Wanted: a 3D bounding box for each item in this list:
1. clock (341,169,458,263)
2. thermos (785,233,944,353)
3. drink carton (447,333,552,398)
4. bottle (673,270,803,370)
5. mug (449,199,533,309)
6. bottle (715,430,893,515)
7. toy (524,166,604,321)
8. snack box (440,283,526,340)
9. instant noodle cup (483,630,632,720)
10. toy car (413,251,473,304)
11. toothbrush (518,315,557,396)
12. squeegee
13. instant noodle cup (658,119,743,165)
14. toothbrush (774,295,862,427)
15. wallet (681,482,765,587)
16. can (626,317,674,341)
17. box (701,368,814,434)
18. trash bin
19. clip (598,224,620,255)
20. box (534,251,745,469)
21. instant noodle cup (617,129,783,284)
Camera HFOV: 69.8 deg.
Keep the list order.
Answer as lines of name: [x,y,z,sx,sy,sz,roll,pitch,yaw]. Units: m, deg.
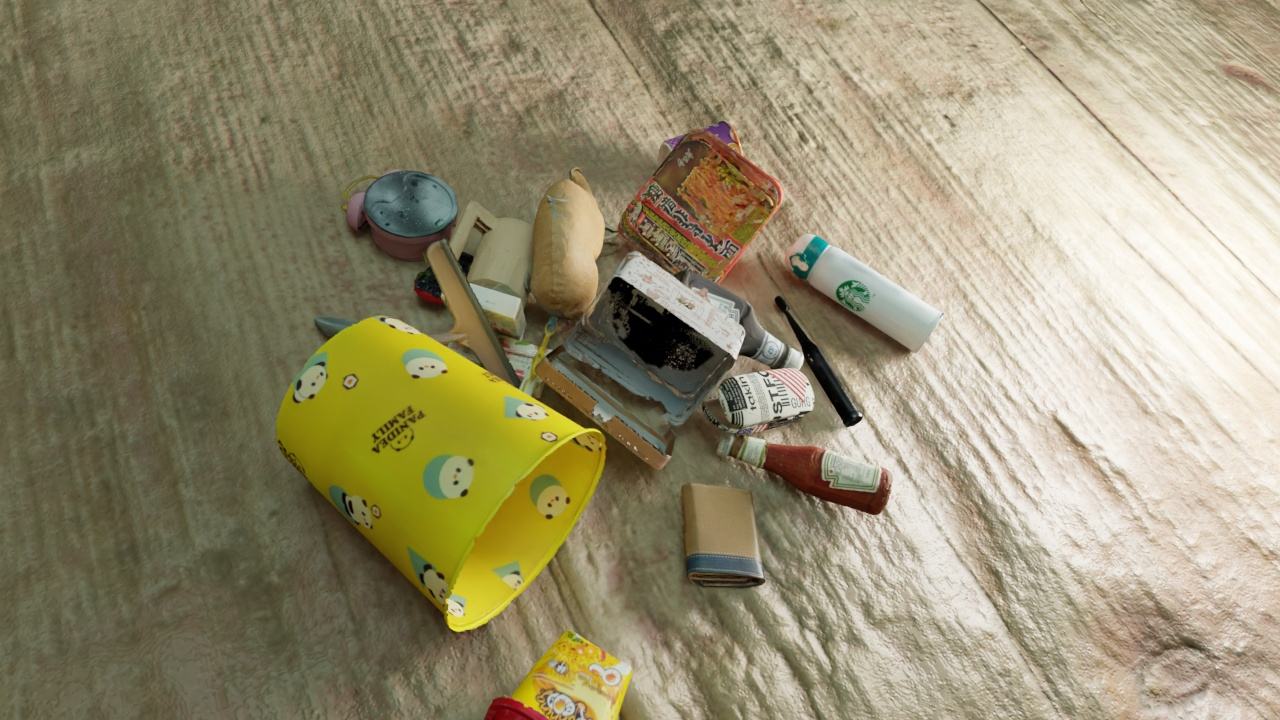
clock: [-0.313,-0.195,1.193,0.158,0.060,0.117,32,54,9]
thermos: [0.306,-0.097,1.276,0.224,0.073,0.073,35,53,12]
drink carton: [-0.169,-0.002,1.096,0.122,0.046,0.053,18,53,-1]
bottle: [0.117,-0.038,1.151,0.195,0.044,0.079,29,78,-14]
mug: [-0.184,-0.125,1.145,0.124,0.084,0.103,40,46,-32]
bottle: [0.192,0.127,1.088,0.206,0.060,0.059,17,52,6]
toy: [-0.088,-0.163,1.158,0.082,0.143,0.225,2,68,11]
snack box: [-0.179,-0.056,1.069,0.084,0.157,0.027,16,80,-2]
instant noodle cup: [-0.073,0.328,0.842,0.116,0.116,0.123,29,41,8]
toy car: [-0.244,-0.107,1.162,0.049,0.031,0.106,23,39,5]
toothbrush: [-0.118,-0.001,1.054,0.016,0.018,0.191,16,33,-2]
squeegee: [-0.279,-0.031,1.036,0.250,0.248,0.040,4,49,25]
instant noodle cup: [0.085,-0.288,1.341,0.099,0.112,0.111,-13,58,-13]
toothbrush: [0.231,-0.004,1.216,0.027,0.026,0.212,16,40,-49]
wallet: [0.090,0.195,1.027,0.090,0.033,0.115,7,52,-13]
can: [0.050,-0.049,1.183,0.132,0.053,0.053,-6,56,-18]
box: [0.141,0.059,1.116,0.163,0.081,0.075,-9,69,-45]
trash bin: [-0.203,0.098,0.911,0.255,0.230,0.228,33,53,17]
clip: [-0.077,-0.166,1.253,0.097,0.034,0.061,-2,55,-5]
box: [-0.007,0.008,1.039,0.183,0.157,0.191,35,31,-3]
instant noodle cup: [0.083,-0.202,1.251,0.164,0.079,0.189,39,91,5]
